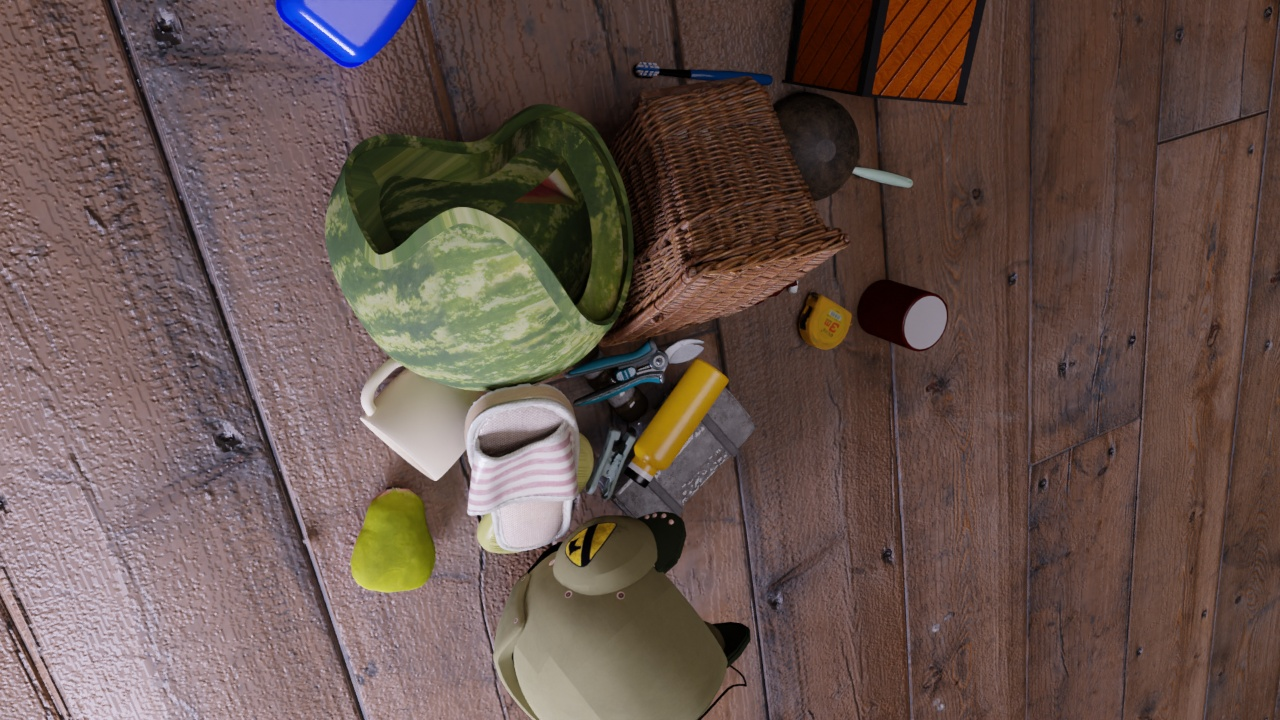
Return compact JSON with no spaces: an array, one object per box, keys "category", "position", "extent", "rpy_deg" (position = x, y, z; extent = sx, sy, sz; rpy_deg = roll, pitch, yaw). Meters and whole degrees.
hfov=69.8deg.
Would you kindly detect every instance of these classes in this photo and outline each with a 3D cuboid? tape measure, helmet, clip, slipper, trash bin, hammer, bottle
[{"category":"tape measure","position":[0.224,-0.044,1.121],"extent":[0.068,0.030,0.059],"rpy_deg":[25,94,-29]},{"category":"helmet","position":[-0.031,0.280,0.951],"extent":[0.232,0.256,0.250],"rpy_deg":[-38,119,-15]},{"category":"clip","position":[-0.032,0.108,0.961],"extent":[0.044,0.023,0.076],"rpy_deg":[21,94,-15]},{"category":"slipper","position":[-0.109,0.118,0.865],"extent":[0.115,0.052,0.263],"rpy_deg":[-13,143,-12]},{"category":"trash bin","position":[0.259,-0.368,0.961],"extent":[0.139,0.140,0.172],"rpy_deg":[-4,112,-26]},{"category":"helmet","position":[-0.142,-0.086,0.804],"extent":[0.212,0.248,0.243],"rpy_deg":[-67,146,-41]},{"category":"slipper","position":[-0.118,0.127,0.977],"extent":[0.091,0.081,0.191],"rpy_deg":[10,128,-30]},{"category":"hammer","position":[-0.032,0.025,0.992],"extent":[0.176,0.079,0.326],"rpy_deg":[-45,115,-7]},{"category":"bottle","position":[0.035,0.067,0.963],"extent":[0.043,0.043,0.143],"rpy_deg":[38,85,-31]}]

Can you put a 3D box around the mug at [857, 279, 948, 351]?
[{"category":"mug","position":[0.339,-0.060,1.144],"extent":[0.105,0.082,0.073],"rpy_deg":[-14,112,-23]}]

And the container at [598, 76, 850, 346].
[{"category":"container","position":[0.045,-0.138,0.871],"extent":[0.162,0.250,0.183],"rpy_deg":[-15,83,-22]}]

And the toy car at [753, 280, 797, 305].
[{"category":"toy car","position":[0.133,-0.144,1.023],"extent":[0.070,0.062,0.170],"rpy_deg":[-28,117,-17]}]

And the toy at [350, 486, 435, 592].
[{"category":"toy","position":[-0.249,0.184,0.940],"extent":[0.090,0.051,0.110],"rpy_deg":[5,101,-31]}]

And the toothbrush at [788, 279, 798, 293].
[{"category":"toothbrush","position":[0.184,-0.170,1.071],"extent":[0.017,0.012,0.187],"rpy_deg":[-1,107,-13]}]

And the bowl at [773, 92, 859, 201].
[{"category":"bowl","position":[0.192,-0.233,1.014],"extent":[0.121,0.056,0.121],"rpy_deg":[-4,106,-14]}]

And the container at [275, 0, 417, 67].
[{"category":"container","position":[-0.242,-0.315,0.777],"extent":[0.096,0.058,0.114],"rpy_deg":[36,88,-31]}]

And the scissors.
[{"category":"scissors","position":[-0.006,0.013,0.949],"extent":[0.133,0.019,0.146],"rpy_deg":[24,94,-16]}]

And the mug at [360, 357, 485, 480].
[{"category":"mug","position":[-0.209,0.041,0.888],"extent":[0.099,0.096,0.120],"rpy_deg":[-51,126,-17]}]

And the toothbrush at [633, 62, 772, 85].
[{"category":"toothbrush","position":[0.069,-0.301,0.968],"extent":[0.167,0.014,0.014],"rpy_deg":[-4,97,-26]}]

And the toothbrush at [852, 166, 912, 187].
[{"category":"toothbrush","position":[0.266,-0.225,1.092],"extent":[0.154,0.015,0.022],"rpy_deg":[6,73,-28]}]
